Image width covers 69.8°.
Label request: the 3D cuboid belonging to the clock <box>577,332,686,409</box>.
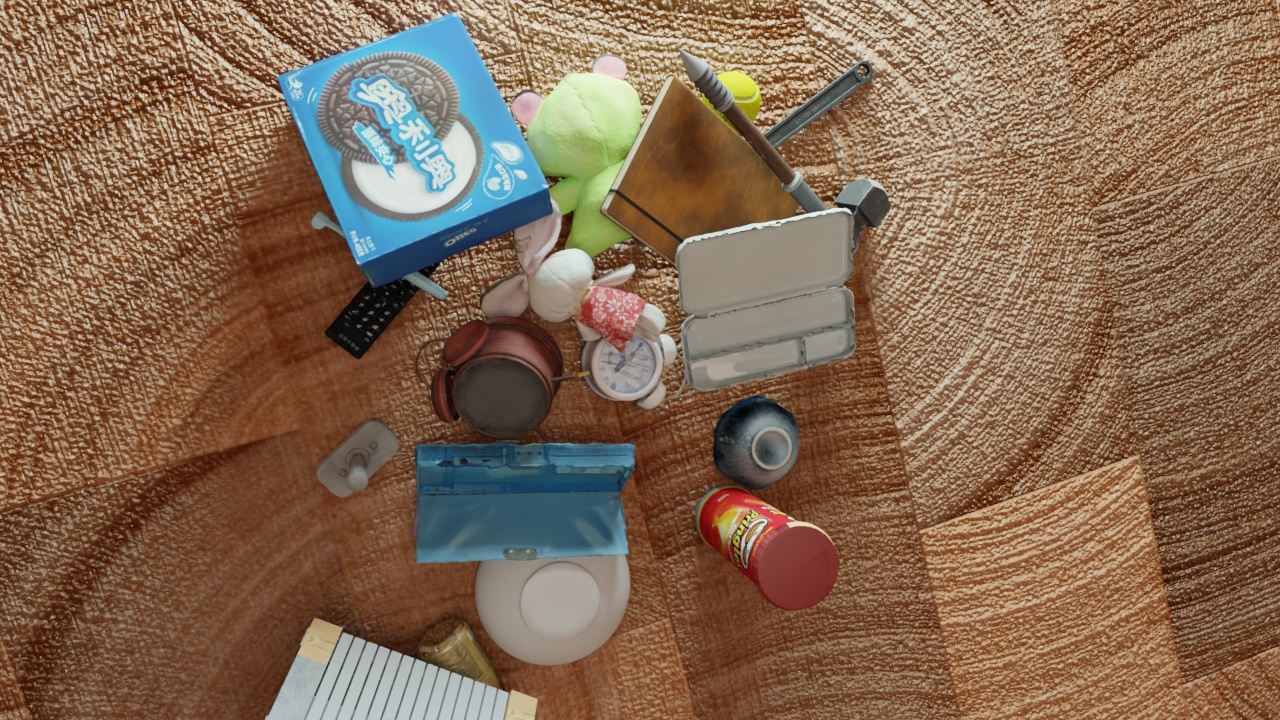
[{"bbox_3d":[-0.006,0.006,1.030,0.125,0.052,0.089,15,89,-17],"label":"clock"}]

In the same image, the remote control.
[{"bbox_3d":[-0.270,-0.072,0.978,0.047,0.022,0.150,40,83,-12],"label":"remote control"}]

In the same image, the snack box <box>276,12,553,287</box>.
[{"bbox_3d":[-0.223,-0.213,0.912,0.195,0.056,0.238,-25,72,-10],"label":"snack box"}]

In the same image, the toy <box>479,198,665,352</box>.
[{"bbox_3d":[-0.064,-0.073,0.962,0.194,0.084,0.159,24,119,1],"label":"toy"}]

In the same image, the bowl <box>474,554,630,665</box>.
[{"bbox_3d":[-0.093,0.259,1.017,0.176,0.066,0.176,-1,94,-13],"label":"bowl"}]

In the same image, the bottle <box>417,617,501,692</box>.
[{"bbox_3d":[-0.180,0.363,1.010,0.059,0.059,0.166,-30,109,-10],"label":"bottle"}]

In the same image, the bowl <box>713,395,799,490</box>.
[{"bbox_3d":[0.143,0.099,1.067,0.110,0.055,0.110,-1,94,-14],"label":"bowl"}]

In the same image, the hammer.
[{"bbox_3d":[0.144,-0.220,1.001,0.322,0.043,0.156,41,84,-31],"label":"hammer"}]

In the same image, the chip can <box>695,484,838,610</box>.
[{"bbox_3d":[0.128,0.194,0.988,0.087,0.213,0.087,-1,94,-13],"label":"chip can"}]

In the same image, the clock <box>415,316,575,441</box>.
[{"bbox_3d":[-0.156,0.017,0.959,0.157,0.072,0.121,19,119,-11],"label":"clock"}]

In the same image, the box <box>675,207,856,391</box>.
[{"bbox_3d":[0.142,-0.066,1.020,0.209,0.045,0.191,-15,118,-10],"label":"box"}]

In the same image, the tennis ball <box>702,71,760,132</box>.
[{"bbox_3d":[0.102,-0.288,1.025,0.065,0.065,0.065,-1,94,-13],"label":"tennis ball"}]

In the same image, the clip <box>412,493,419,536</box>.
[{"bbox_3d":[-0.232,0.167,1.007,0.043,0.014,0.051,-7,92,-15],"label":"clip"}]

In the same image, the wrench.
[{"bbox_3d":[0.166,-0.268,1.067,0.273,0.018,0.073,-38,103,-10],"label":"wrench"}]

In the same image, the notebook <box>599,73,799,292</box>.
[{"bbox_3d":[0.077,-0.162,1.002,0.249,0.014,0.178,32,81,-38],"label":"notebook"}]

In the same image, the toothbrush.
[{"bbox_3d":[-0.270,-0.107,0.957,0.155,0.016,0.022,32,51,-11],"label":"toothbrush"}]

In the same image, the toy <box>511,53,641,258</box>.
[{"bbox_3d":[-0.049,-0.214,0.980,0.150,0.107,0.197,-24,109,-11],"label":"toy"}]

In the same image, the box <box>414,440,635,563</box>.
[{"bbox_3d":[-0.121,0.152,0.971,0.231,0.094,0.111,1,60,-13],"label":"box"}]

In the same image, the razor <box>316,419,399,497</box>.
[{"bbox_3d":[-0.288,0.110,0.936,0.088,0.116,0.047,-43,107,-7],"label":"razor"}]

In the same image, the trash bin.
[{"bbox_3d":[-0.253,0.398,0.918,0.247,0.142,0.143,24,119,-11],"label":"trash bin"}]
